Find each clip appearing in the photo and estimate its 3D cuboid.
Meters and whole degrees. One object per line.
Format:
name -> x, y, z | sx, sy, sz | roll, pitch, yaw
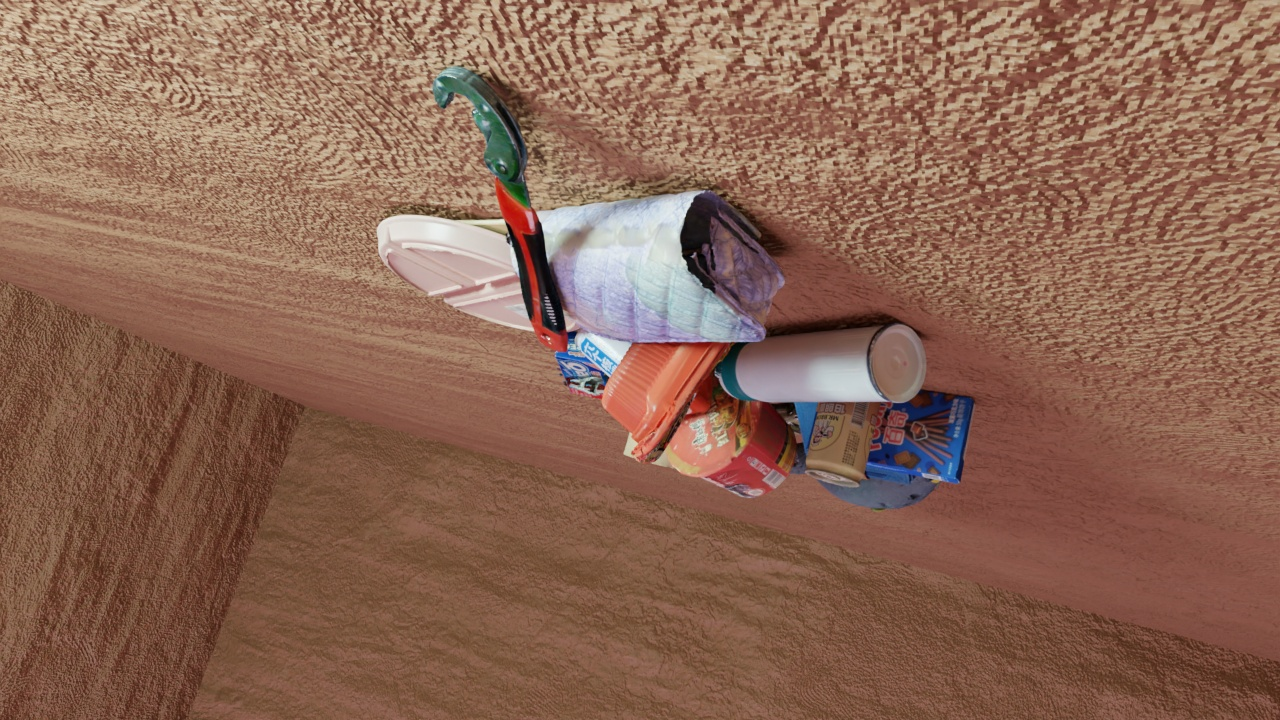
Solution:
clip -> -0.063, 0.031, 1.083 | 0.025, 0.031, 0.057 | 21, 168, -28

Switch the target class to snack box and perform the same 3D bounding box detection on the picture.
snack box -> -0.063, -0.001, 1.114 | 0.058, 0.057, 0.208 | 13, 166, 4
snack box -> 0.257, 0.070, 0.949 | 0.157, 0.084, 0.026 | 9, 165, 31
snack box -> 0.036, 0.024, 1.064 | 0.080, 0.082, 0.091 | -6, 159, 27

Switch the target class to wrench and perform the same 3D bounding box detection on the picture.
wrench -> -0.087, -0.090, 0.656 | 0.056, 0.016, 0.274 | 21, 150, 24

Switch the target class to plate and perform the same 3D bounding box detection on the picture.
plate -> -0.154, -0.078, 0.914 | 0.229, 0.028, 0.230 | 15, 165, 4

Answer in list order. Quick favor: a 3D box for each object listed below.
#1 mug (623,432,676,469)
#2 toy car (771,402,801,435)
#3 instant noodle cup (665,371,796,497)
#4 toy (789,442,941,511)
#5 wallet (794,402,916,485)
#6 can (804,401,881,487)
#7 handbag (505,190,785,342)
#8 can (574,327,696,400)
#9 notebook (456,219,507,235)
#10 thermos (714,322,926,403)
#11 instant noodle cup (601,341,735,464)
mug -> 0.038, 0.085, 1.205 | 0.084, 0.103, 0.124 | 14, 178, 21
toy car -> 0.194, 0.077, 1.172 | 0.042, 0.035, 0.091 | 19, 165, -18
instant noodle cup -> 0.113, 0.096, 1.097 | 0.138, 0.137, 0.108 | 3, 154, 47
toy -> 0.286, 0.126, 1.138 | 0.138, 0.091, 0.357 | 40, 155, -18
wallet -> 0.240, 0.084, 1.033 | 0.133, 0.040, 0.106 | 7, 123, 42
can -> 0.205, 0.063, 0.916 | 0.058, 0.116, 0.058 | 16, 168, 3
handbag -> 0.004, -0.071, 0.702 | 0.194, 0.075, 0.134 | 2, 156, 44
can -> -0.006, 0.006, 0.967 | 0.134, 0.053, 0.053 | 40, 175, 19
notebook -> -0.127, -0.100, 0.886 | 0.208, 0.008, 0.147 | 6, 163, 38
thermos -> 0.158, 0.008, 0.854 | 0.073, 0.073, 0.225 | 23, 166, -28
instant noodle cup -> 0.027, 0.005, 0.829 | 0.079, 0.164, 0.189 | 33, 167, 2
